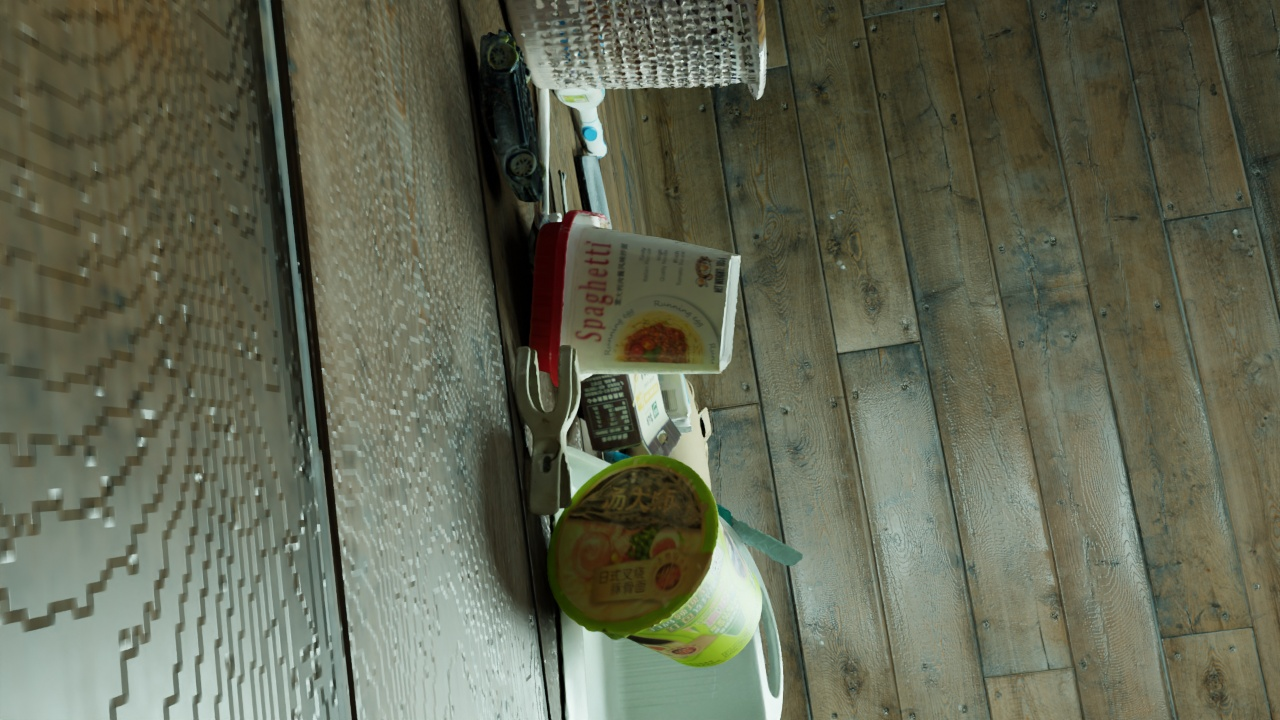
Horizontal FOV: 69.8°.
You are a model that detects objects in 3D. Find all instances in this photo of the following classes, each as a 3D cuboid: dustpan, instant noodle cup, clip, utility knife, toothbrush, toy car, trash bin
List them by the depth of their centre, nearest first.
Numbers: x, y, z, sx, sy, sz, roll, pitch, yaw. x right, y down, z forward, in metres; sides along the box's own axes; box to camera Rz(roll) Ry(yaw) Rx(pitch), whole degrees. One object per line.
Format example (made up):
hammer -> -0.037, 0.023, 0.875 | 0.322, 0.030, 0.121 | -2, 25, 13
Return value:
clip -> -0.054, 0.041, 0.550 | 0.074, 0.035, 0.100 | 52, 35, -83
toy car -> -0.081, -0.149, 0.568 | 0.049, 0.031, 0.105 | -38, 118, -84
instant noodle cup -> 0.020, 0.137, 0.578 | 0.123, 0.112, 0.111 | 50, 26, -46
instant noodle cup -> 0.000, -0.038, 0.618 | 0.116, 0.124, 0.116 | -31, 128, -77
dustpan -> 0.033, 0.195, 0.674 | 0.258, 0.143, 0.222 | 75, 8, -64
trash bin -> -0.009, -0.312, 0.747 | 0.227, 0.192, 0.227 | -7, 88, -86
toothbrush -> -0.076, -0.170, 0.761 | 0.016, 0.016, 0.179 | 78, 5, -57
utility knife -> 0.048, 0.129, 0.819 | 0.013, 0.219, 0.029 | -5, 114, -55

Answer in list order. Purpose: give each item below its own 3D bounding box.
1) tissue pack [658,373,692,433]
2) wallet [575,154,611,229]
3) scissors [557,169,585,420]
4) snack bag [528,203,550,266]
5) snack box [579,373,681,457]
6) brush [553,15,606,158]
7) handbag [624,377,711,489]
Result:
tissue pack -> -0.005, 0.005, 0.856 | 0.063, 0.090, 0.140 | 4, 77, -85
wallet -> -0.055, -0.191, 1.069 | 0.120, 0.019, 0.097 | -72, 151, -77
scissors -> -0.055, -0.060, 0.781 | 0.139, 0.022, 0.235 | -73, 154, -79
snack bag -> -0.064, -0.076, 0.670 | 0.105, 0.026, 0.045 | 53, 35, -75
snack box -> -0.012, 0.019, 0.748 | 0.113, 0.053, 0.125 | -37, 116, -75
brush -> -0.061, -0.291, 0.999 | 0.314, 0.060, 0.109 | -80, 166, -83
handbag -> 0.031, 0.088, 1.085 | 0.147, 0.100, 0.204 | -60, 138, -78
